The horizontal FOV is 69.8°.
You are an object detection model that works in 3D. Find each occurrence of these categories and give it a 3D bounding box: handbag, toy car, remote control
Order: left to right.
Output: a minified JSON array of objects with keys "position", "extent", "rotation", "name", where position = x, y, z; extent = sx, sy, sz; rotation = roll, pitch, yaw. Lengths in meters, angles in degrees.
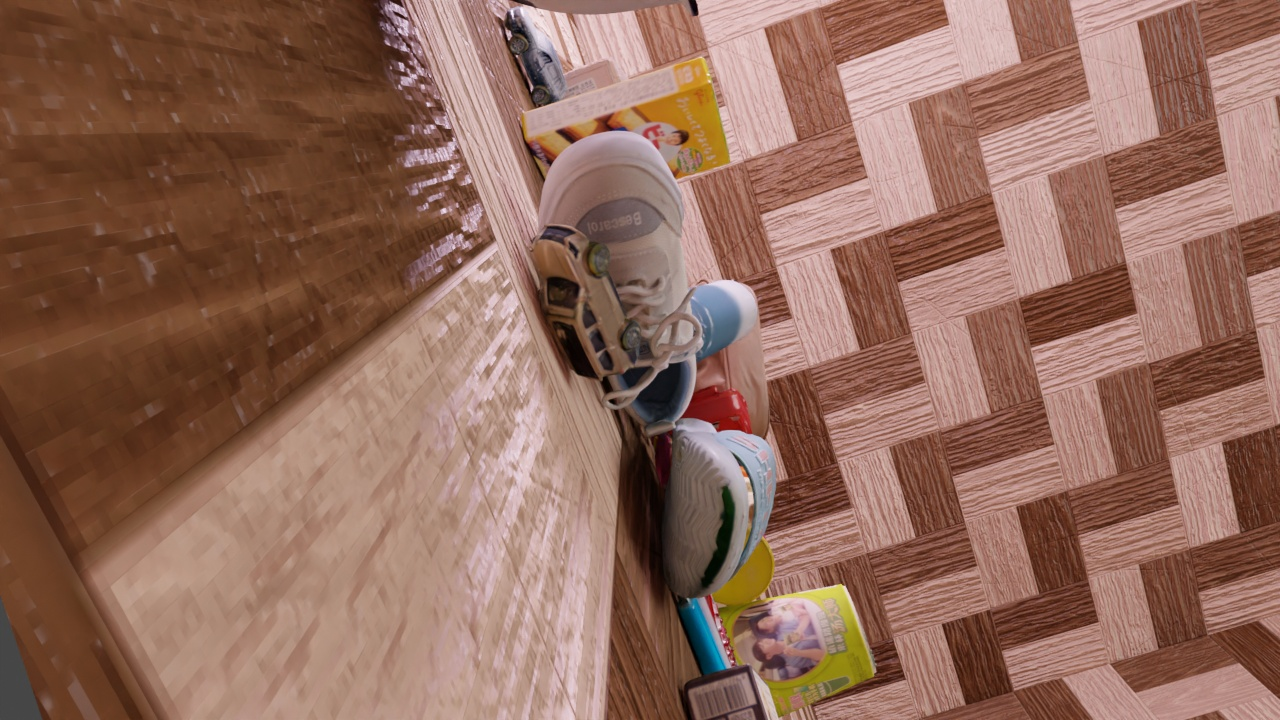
[{"position":[-0.089,-0.259,0.783],"extent":[0.090,0.034,0.042],"rotation":[63,13,-53],"name":"toy car"},{"position":[-0.032,-0.031,0.490],"extent":[0.035,0.042,0.090],"rotation":[-45,130,-33],"name":"toy car"},{"position":[0.079,0.011,1.079],"extent":[0.148,0.099,0.204],"rotation":[143,-54,-58],"name":"handbag"},{"position":[0.055,0.208,0.693],"extent":[0.055,0.020,0.136],"rotation":[-98,168,-70],"name":"remote control"}]

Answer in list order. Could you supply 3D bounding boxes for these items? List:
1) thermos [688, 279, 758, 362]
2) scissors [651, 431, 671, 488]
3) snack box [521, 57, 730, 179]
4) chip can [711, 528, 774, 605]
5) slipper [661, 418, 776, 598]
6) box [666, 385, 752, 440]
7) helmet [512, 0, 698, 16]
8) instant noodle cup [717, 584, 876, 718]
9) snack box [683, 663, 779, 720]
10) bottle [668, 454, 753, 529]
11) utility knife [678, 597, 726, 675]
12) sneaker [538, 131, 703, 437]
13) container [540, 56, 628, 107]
[{"position":[0.049,-0.034,0.805],"extent":[0.220,0.070,0.070],"rotation":[-21,93,-69],"name":"thermos"},{"position":[0.017,0.041,0.748],"extent":[0.138,0.017,0.083],"rotation":[87,-3,-46],"name":"scissors"},{"position":[-0.009,-0.165,0.685],"extent":[0.087,0.140,0.033],"rotation":[64,11,-58],"name":"snack box"},{"position":[0.083,0.165,0.882],"extent":[0.210,0.071,0.071],"rotation":[-64,135,-84],"name":"chip can"},{"position":[0.054,0.096,0.644],"extent":[0.245,0.074,0.104],"rotation":[-89,-173,-85],"name":"slipper"},{"position":[0.052,0.033,0.905],"extent":[0.201,0.095,0.101],"rotation":[51,24,-74],"name":"box"},{"position":[-0.065,-0.247,0.338],"extent":[0.228,0.146,0.259],"rotation":[-101,179,-48],"name":"helmet"},{"position":[0.132,0.250,0.791],"extent":[0.111,0.123,0.111],"rotation":[-17,89,-85],"name":"instant noodle cup"},{"position":[0.073,0.251,0.539],"extent":[0.113,0.053,0.125],"rotation":[63,11,-62],"name":"snack box"},{"position":[0.070,0.109,0.783],"extent":[0.149,0.066,0.067],"rotation":[-153,-139,-72],"name":"bottle"},{"position":[0.054,0.220,0.650],"extent":[0.034,0.018,0.159],"rotation":[-93,162,-71],"name":"utility knife"},{"position":[-0.007,-0.031,0.575],"extent":[0.242,0.089,0.090],"rotation":[75,4,-57],"name":"sneaker"},{"position":[-0.042,-0.228,0.880],"extent":[0.111,0.090,0.090],"rotation":[-5,76,-82],"name":"container"}]
